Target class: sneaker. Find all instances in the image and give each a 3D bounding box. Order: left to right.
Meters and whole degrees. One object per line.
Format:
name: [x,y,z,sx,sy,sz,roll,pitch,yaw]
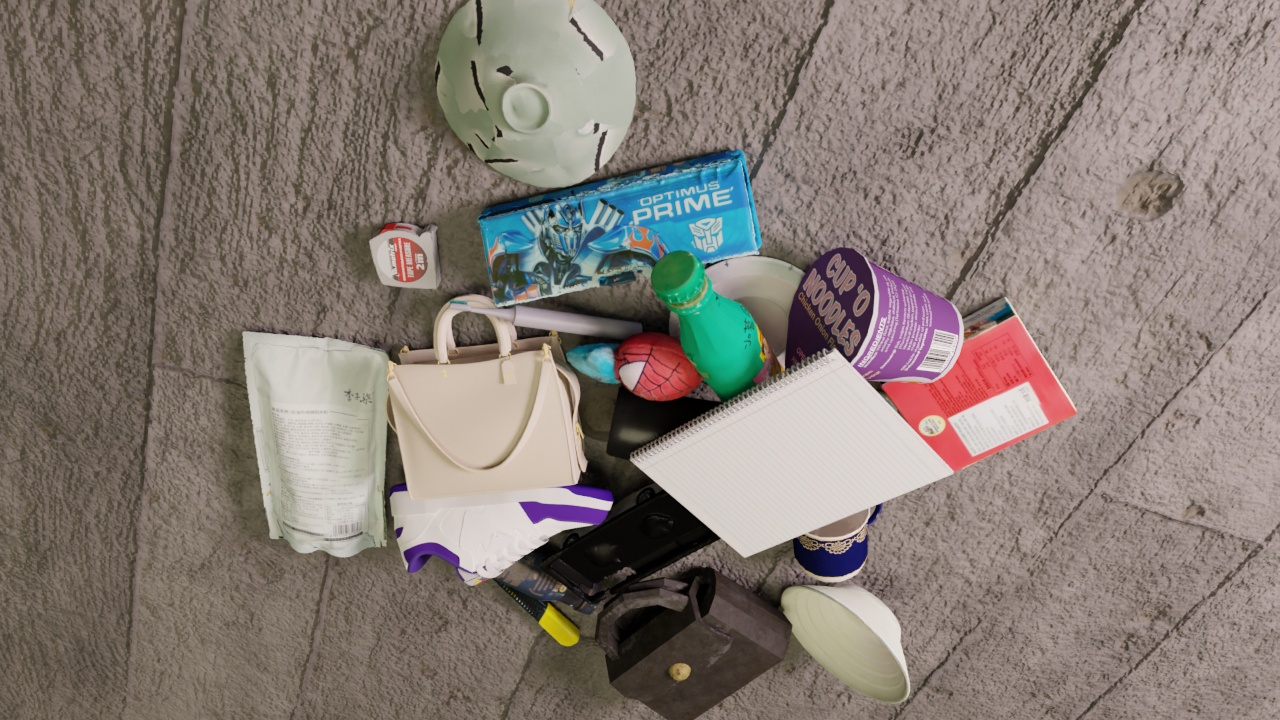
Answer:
sneaker: [-0.151,0.185,0.983,0.244,0.092,0.111,-2,83,8]

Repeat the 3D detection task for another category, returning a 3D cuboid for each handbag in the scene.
handbag: [-0.159,0.030,0.914,0.195,0.101,0.198,-6,111,6]
handbag: [0.043,0.332,1.094,0.199,0.102,0.198,35,118,-20]

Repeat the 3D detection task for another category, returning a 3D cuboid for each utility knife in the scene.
utility knife: [-0.138,0.290,1.122,0.029,0.020,0.188,-30,119,18]

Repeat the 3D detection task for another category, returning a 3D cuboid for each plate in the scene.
plate: [0.107,-0.030,0.901,0.157,0.014,0.157,1,124,1]

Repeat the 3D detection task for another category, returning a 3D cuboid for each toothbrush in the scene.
toothbrush: [-0.088,-0.039,0.872,0.187,0.019,0.018,7,146,-20]

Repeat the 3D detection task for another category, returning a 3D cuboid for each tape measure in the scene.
tape measure: [-0.219,-0.099,0.863,0.062,0.020,0.060,3,124,1]

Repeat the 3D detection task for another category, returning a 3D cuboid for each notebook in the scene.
notebook: [0.132,0.097,0.857,0.246,0.013,0.178,-32,116,35]

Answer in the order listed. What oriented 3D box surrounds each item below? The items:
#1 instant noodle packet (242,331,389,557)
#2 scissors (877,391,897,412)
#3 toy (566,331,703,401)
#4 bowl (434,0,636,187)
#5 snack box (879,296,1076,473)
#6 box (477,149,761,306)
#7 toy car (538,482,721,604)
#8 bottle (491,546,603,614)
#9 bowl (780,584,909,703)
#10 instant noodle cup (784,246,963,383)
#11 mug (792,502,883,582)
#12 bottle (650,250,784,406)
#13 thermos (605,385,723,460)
instant noodle packet: [-0.342,0.093,0.988,0.147,0.057,0.270,6,119,-5]
scissors: [0.233,0.086,0.977,0.070,0.022,0.131,-2,127,2]
toy: [-0.005,0.005,0.880,0.133,0.062,0.092,3,157,8]
bowl: [-0.088,-0.216,0.753,0.174,0.067,0.174,1,122,2]
snack box: [0.334,0.030,0.918,0.145,0.040,0.142,-31,118,21]
box: [-0.019,-0.108,0.811,0.244,0.085,0.092,-11,121,10]
toy car: [-0.011,0.189,1.019,0.192,0.071,0.094,-35,117,23]
bottle: [-0.120,0.248,1.070,0.160,0.056,0.056,30,120,-17]
bowl: [0.252,0.314,1.075,0.177,0.057,0.177,37,150,25]
instant noodle cup: [0.218,-0.024,0.843,0.121,0.121,0.137,12,123,-25]
mug: [0.219,0.189,1.010,0.111,0.085,0.089,-22,127,-15]
bottle: [0.070,-0.021,0.818,0.068,0.068,0.210,-22,142,16]
thermos: [0.079,0.082,0.931,0.218,0.105,0.106,12,124,0]
